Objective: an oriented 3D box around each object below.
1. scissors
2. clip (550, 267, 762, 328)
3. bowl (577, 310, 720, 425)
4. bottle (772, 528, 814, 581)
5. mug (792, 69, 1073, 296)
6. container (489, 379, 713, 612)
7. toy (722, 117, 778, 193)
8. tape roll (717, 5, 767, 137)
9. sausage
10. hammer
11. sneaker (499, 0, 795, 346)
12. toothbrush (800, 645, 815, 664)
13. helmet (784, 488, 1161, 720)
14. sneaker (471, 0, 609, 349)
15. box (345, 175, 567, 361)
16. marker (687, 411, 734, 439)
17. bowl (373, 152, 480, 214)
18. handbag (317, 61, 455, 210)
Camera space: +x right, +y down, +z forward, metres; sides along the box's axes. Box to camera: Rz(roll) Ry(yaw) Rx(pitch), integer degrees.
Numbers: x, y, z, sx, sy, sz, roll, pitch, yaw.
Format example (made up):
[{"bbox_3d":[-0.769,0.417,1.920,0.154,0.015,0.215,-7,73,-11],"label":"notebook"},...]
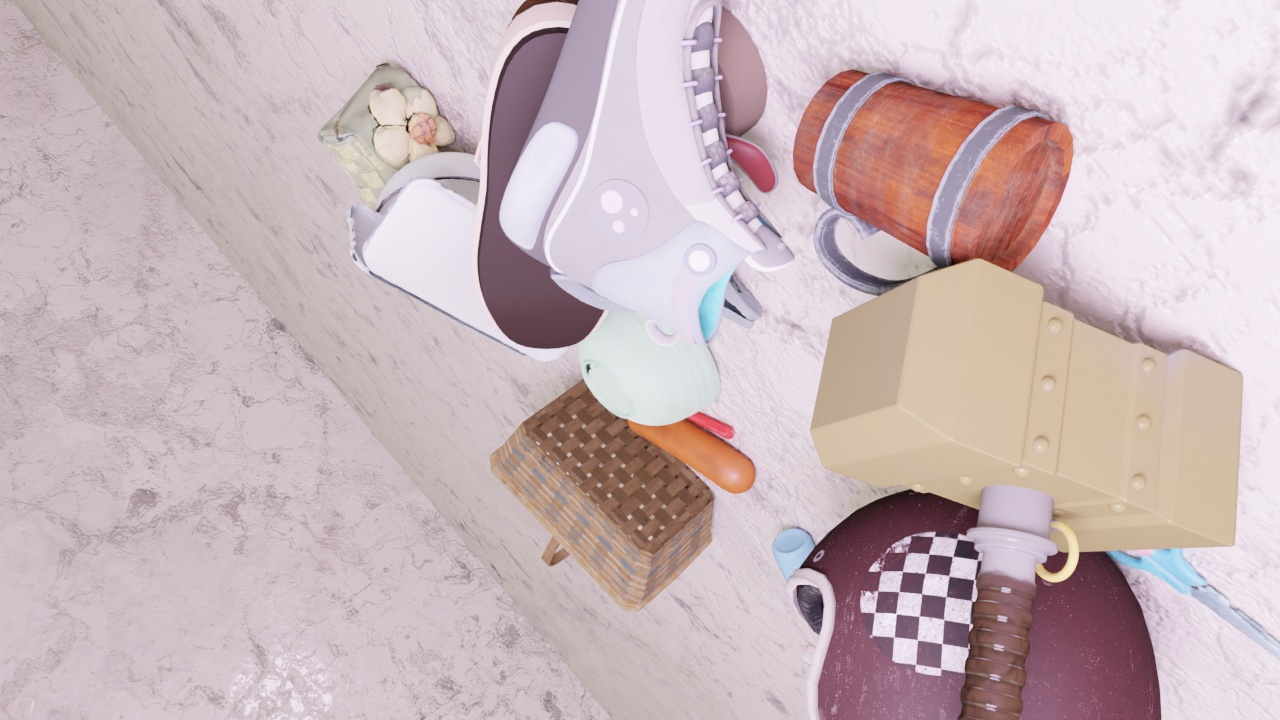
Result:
[{"bbox_3d":[0.328,0.136,0.542,0.136,0.015,0.056,44,154,21],"label":"scissors"},{"bbox_3d":[0.000,-0.070,0.676,0.165,0.031,0.169,-16,127,17],"label":"clip"},{"bbox_3d":[-0.005,0.005,0.856,0.151,0.076,0.151,38,154,23],"label":"bowl"},{"bbox_3d":[0.170,0.226,0.916,0.040,0.040,0.130,16,139,52],"label":"bottle"},{"bbox_3d":[0.138,-0.081,0.464,0.111,0.081,0.118,36,135,37],"label":"mug"},{"bbox_3d":[-0.046,0.162,1.070,0.250,0.157,0.187,43,145,16],"label":"container"},{"bbox_3d":[0.036,-0.139,0.548,0.049,0.030,0.111,-34,93,38],"label":"toy"},{"bbox_3d":[0.034,-0.177,0.575,0.094,0.030,0.094,39,154,23],"label":"tape roll"},{"bbox_3d":[0.048,0.083,0.922,0.164,0.039,0.044,30,166,38],"label":"sausage"},{"bbox_3d":[0.159,0.140,0.414,0.190,0.324,0.101,20,162,-15],"label":"hammer"},{"bbox_3d":[0.035,-0.132,0.485,0.160,0.092,0.257,36,120,9],"label":"sneaker"},{"bbox_3d":[0.245,0.353,1.001,0.181,0.018,0.016,13,138,53],"label":"toothbrush"},{"bbox_3d":[0.197,0.211,0.582,0.234,0.252,0.233,-7,139,37],"label":"helmet"},{"bbox_3d":[-0.074,-0.141,0.704,0.294,0.111,0.116,95,172,-45],"label":"sneaker"},{"bbox_3d":[-0.141,-0.090,0.801,0.210,0.106,0.129,29,-157,-41],"label":"box"},{"bbox_3d":[0.041,0.049,0.920,0.142,0.012,0.013,25,146,45],"label":"marker"},{"bbox_3d":[-0.178,-0.140,0.875,0.154,0.153,0.072,86,176,-54],"label":"bowl"},{"bbox_3d":[-0.231,-0.202,0.931,0.117,0.113,0.186,7,143,27],"label":"handbag"}]
